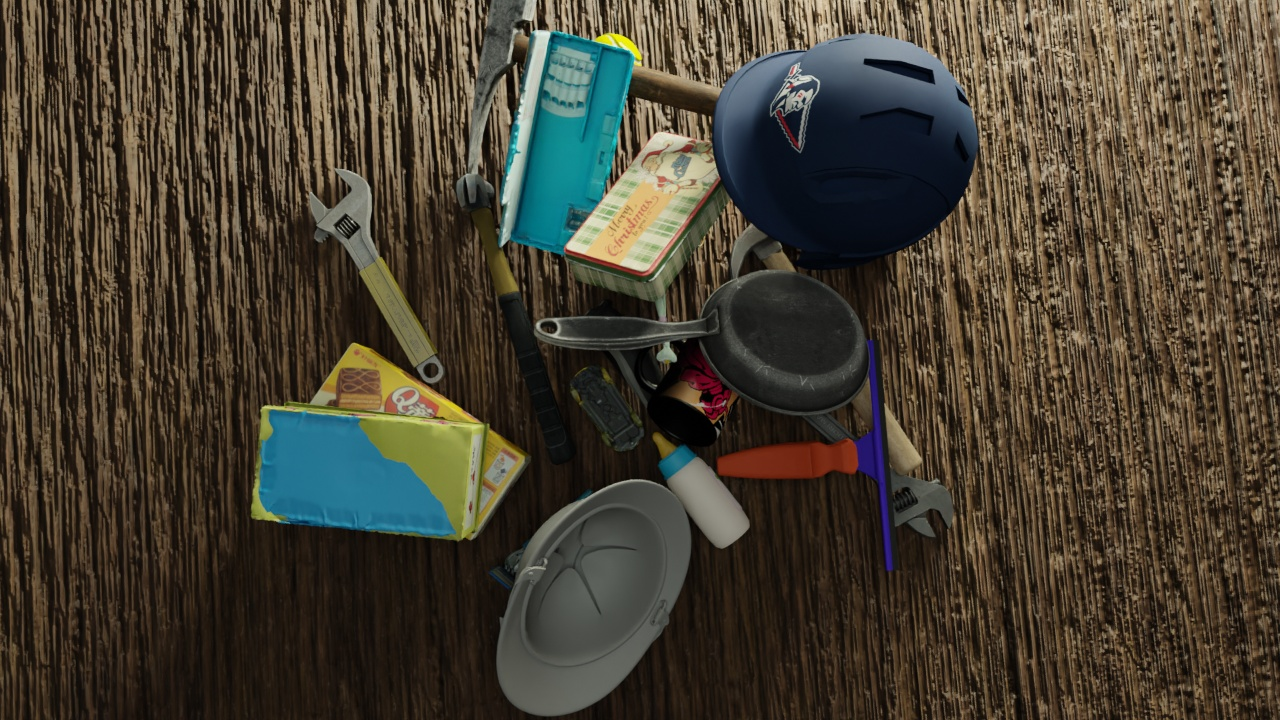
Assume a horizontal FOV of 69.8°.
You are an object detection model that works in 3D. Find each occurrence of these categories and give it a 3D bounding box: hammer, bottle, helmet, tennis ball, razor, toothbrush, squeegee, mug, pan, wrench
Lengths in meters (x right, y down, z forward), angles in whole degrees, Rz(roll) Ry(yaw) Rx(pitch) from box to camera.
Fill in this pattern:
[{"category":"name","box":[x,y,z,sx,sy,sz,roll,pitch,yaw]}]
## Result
[{"category":"hammer","box":[-0.136,-0.046,1.007,0.025,0.118,0.333,-18,91,4]},{"category":"bottle","box":[0.060,0.138,1.013,0.051,0.051,0.146,-38,86,-3]},{"category":"hammer","box":[0.214,-0.019,1.036,0.119,0.031,0.331,-32,86,-1]},{"category":"helmet","box":[0.207,-0.222,0.938,0.272,0.223,0.232,8,76,-5]},{"category":"tennis ball","box":[-0.032,-0.336,1.043,0.065,0.065,0.065,0,85,0]},{"category":"razor","box":[-0.006,0.006,1.025,0.156,0.057,0.060,48,128,2]},{"category":"toothbrush","box":[0.022,-0.057,1.006,0.022,0.015,0.154,4,48,-12]},{"category":"squeegee","box":[0.177,0.109,1.009,0.185,0.055,0.249,-5,89,3]},{"category":"mug","box":[0.050,0.020,0.990,0.118,0.082,0.098,32,61,2]},{"category":"razor","box":[-0.106,0.195,1.026,0.144,0.022,0.042,-43,124,-7]},{"category":"pan","box":[0.070,-0.030,0.953,0.356,0.055,0.187,5,53,-9]},{"category":"wrench","box":[-0.295,-0.094,1.048,0.083,0.018,0.273,-32,86,-2]},{"category":"helmet","box":[-0.066,0.231,0.980,0.183,0.118,0.271,27,94,-29]},{"category":"wrench","box":[0.241,0.099,1.035,0.273,0.018,0.073,42,86,4]},{"category":"hammer","box":[-0.037,-0.275,1.009,0.300,0.037,0.218,16,109,2]}]

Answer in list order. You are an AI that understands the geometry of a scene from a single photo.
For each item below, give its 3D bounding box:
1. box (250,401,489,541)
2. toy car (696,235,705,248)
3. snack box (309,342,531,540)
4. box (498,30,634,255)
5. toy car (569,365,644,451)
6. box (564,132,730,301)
[{"category":"box","box":[-0.276,0.112,0.942,0.221,0.081,0.124,4,88,4]},{"category":"toy car","box":[0.019,-0.142,1.037,0.112,0.047,0.047,-13,89,-1]},{"category":"snack box","box":[-0.245,0.087,1.012,0.230,0.062,0.110,33,87,3]},{"category":"box","box":[-0.083,-0.216,0.950,0.098,0.121,0.227,16,109,2]},{"category":"toy car","box":[-0.037,0.054,1.030,0.049,0.030,0.107,-34,84,-4]},{"category":"box","box":[0.018,-0.159,0.983,0.118,0.049,0.205,19,61,32]}]
